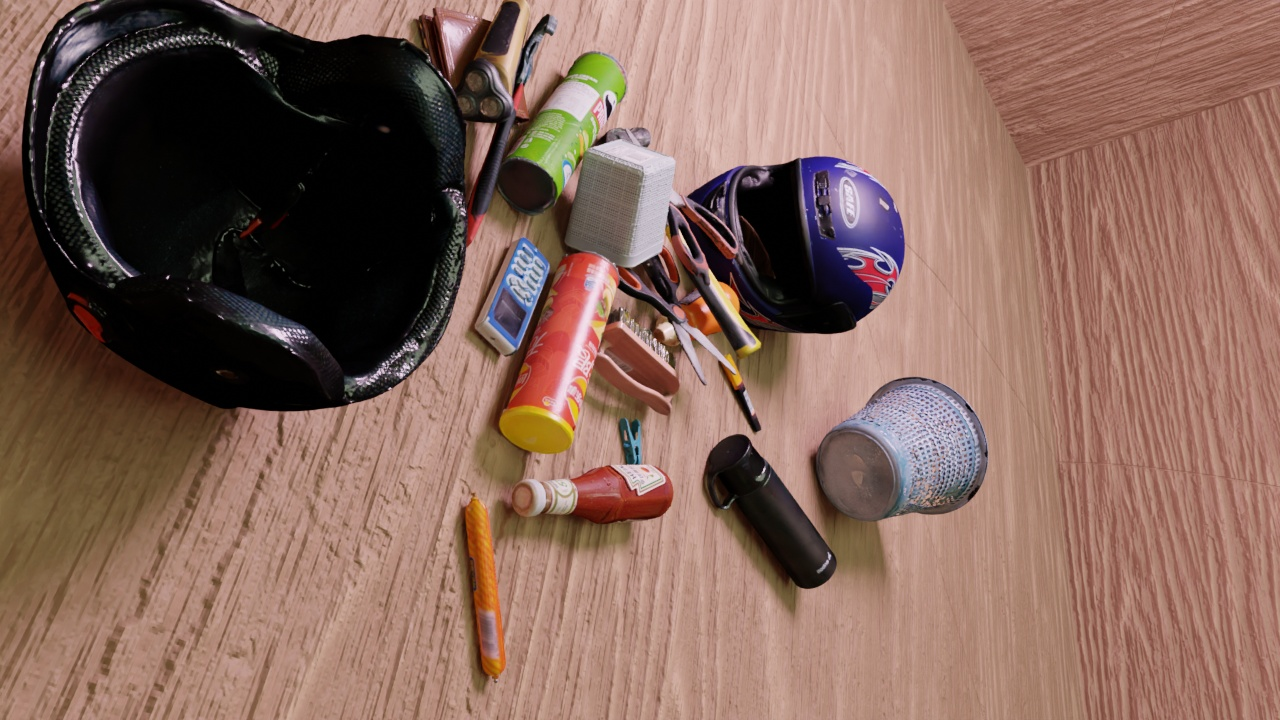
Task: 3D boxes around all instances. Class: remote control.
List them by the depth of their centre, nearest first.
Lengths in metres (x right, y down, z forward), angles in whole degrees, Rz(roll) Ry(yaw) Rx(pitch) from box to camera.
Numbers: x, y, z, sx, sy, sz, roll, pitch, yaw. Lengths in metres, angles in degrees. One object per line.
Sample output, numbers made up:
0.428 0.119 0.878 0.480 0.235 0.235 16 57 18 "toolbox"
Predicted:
-0.127 -0.066 0.917 0.049 0.024 0.124 47 42 -34 "remote control"

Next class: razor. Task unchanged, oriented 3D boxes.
-0.141 -0.305 0.913 0.068 0.062 0.167 85 13 -56 "razor"

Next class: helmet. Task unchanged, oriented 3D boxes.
-0.247 -0.087 0.581 0.274 0.231 0.232 41 53 -28 "helmet"
0.230 -0.168 1.271 0.315 0.241 0.247 19 61 -50 "helmet"

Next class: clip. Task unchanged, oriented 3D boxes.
-0.009 0.092 1.032 0.038 0.013 0.055 9 71 -52 "clip"

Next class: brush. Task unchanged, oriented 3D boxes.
-0.006 0.006 1.027 0.145 0.063 0.072 41 43 -41 "brush"

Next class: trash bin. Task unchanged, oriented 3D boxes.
0.383 0.150 1.412 0.194 0.227 0.226 -12 87 -43 "trash bin"

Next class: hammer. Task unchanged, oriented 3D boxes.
0.046 -0.143 1.116 0.125 0.032 0.323 -27 84 -53 "hammer"

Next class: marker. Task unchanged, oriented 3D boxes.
0.139 0.046 1.258 0.018 0.015 0.124 -51 121 -48 "marker"

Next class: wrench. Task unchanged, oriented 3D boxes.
-0.135 -0.231 0.919 0.016 0.056 0.273 26 70 -28 "wrench"

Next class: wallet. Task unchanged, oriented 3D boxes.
-0.167 -0.301 0.948 0.124 0.032 0.101 -11 90 -55 "wallet"

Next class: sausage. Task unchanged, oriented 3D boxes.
-0.136 0.198 0.806 0.021 0.022 0.165 5 74 -54 "sausage"

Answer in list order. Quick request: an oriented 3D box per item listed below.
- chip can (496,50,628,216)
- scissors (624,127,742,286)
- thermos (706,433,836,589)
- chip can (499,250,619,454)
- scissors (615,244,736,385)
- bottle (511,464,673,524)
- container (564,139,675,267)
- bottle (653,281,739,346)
-0.083 -0.255 1.009 0.072 0.072 0.235 53 41 -28 "chip can"
0.046 -0.182 1.105 0.188 0.015 0.226 6 59 -46 "scissors"
0.166 0.207 1.201 0.089 0.068 0.242 -46 118 -15 "thermos"
-0.077 -0.012 0.926 0.073 0.073 0.216 47 43 -34 "chip can"
0.024 -0.068 1.074 0.228 0.022 0.220 28 36 -30 "scissors"
-0.046 0.135 0.924 0.205 0.060 0.059 8 71 -52 "bottle"
-0.020 -0.176 1.009 0.089 0.090 0.112 -36 144 -54 "container"
0.065 -0.053 1.155 0.149 0.067 0.067 -29 101 -47 "bottle"
